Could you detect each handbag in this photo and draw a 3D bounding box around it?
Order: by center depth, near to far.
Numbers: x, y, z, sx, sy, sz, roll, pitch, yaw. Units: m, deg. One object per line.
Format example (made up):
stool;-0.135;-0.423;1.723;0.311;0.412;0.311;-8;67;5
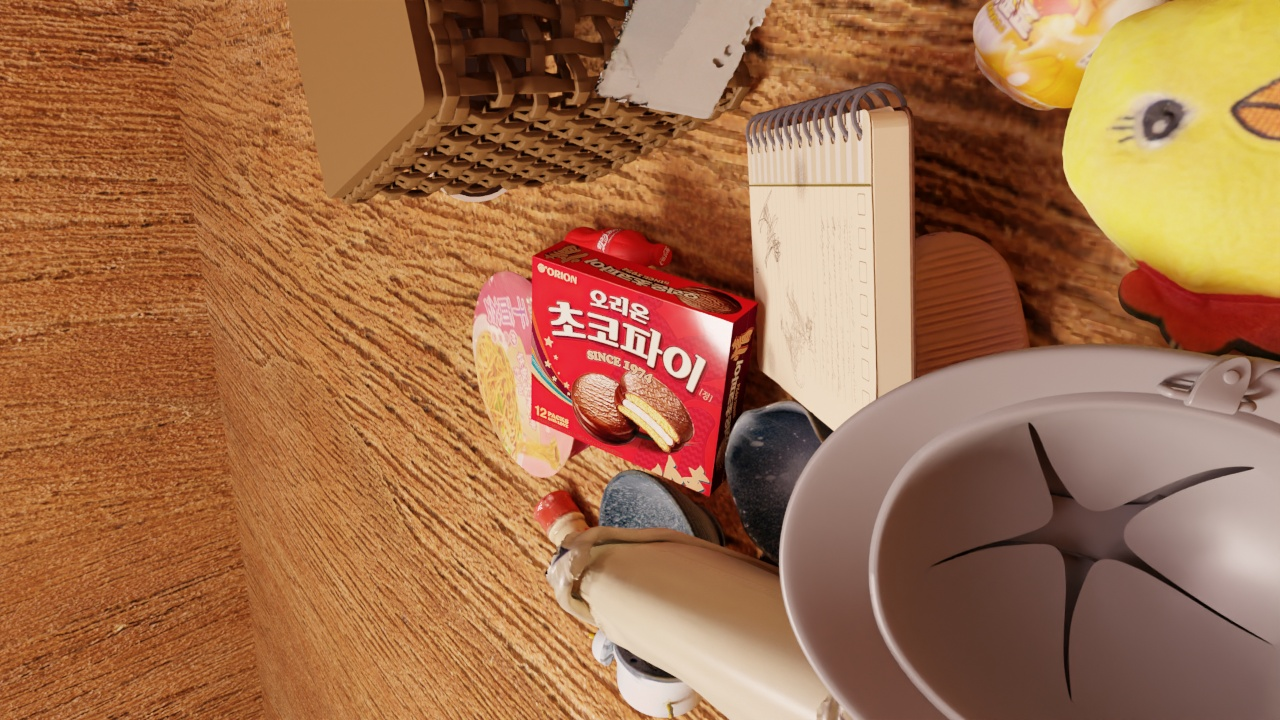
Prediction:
handbag;0.054;0.173;0.495;0.229;0.184;0.131;11;77;43

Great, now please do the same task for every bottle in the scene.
bottle;0.189;-0.158;0.375;0.063;0.063;0.109;60;143;24
bottle;-0.017;-0.086;0.723;0.119;0.036;0.036;14;112;53
bottle;-0.059;0.173;0.863;0.109;0.044;0.044;50;138;33

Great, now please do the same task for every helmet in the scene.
helmet;0.195;0.081;0.364;0.271;0.117;0.183;11;100;11

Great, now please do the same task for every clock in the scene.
clock;0.010;0.233;0.749;0.117;0.083;0.057;36;135;43

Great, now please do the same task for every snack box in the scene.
snack box;-0.004;0.004;0.631;0.152;0.035;0.133;21;124;26

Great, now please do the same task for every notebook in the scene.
notebook;0.093;-0.053;0.492;0.225;0.024;0.167;-119;24;-77

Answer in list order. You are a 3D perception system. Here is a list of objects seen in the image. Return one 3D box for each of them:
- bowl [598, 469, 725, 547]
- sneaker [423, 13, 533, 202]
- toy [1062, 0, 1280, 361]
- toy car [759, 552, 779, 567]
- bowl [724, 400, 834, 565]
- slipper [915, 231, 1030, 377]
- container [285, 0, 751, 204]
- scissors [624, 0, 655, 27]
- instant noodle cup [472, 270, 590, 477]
bowl;0.028;0.145;0.713;0.137;0.057;0.137;23;119;51
sneaker;-0.152;-0.292;0.813;0.116;0.111;0.294;-142;47;-70
toy;0.230;-0.103;0.314;0.134;0.092;0.208;25;114;25
toy car;0.122;0.156;0.598;0.113;0.039;0.039;25;95;49
bowl;0.107;0.075;0.577;0.110;0.055;0.110;22;118;51
slipper;0.155;0.032;0.479;0.081;0.093;0.197;-162;66;-74
container;-0.099;-0.258;0.607;0.220;0.213;0.251;-9;93;58
scissors;-0.013;-0.295;0.674;0.135;0.015;0.129;-19;84;61
instant noodle cup;-0.072;0.005;0.796;0.179;0.077;0.179;27;123;50
